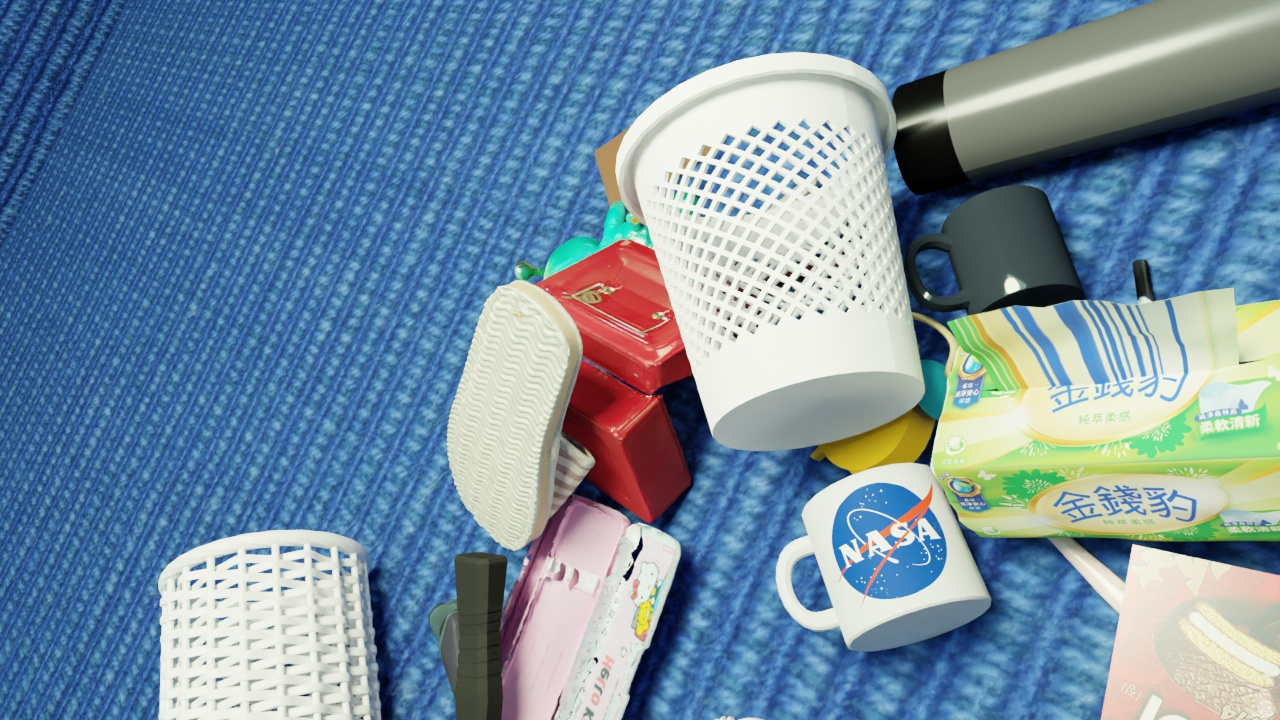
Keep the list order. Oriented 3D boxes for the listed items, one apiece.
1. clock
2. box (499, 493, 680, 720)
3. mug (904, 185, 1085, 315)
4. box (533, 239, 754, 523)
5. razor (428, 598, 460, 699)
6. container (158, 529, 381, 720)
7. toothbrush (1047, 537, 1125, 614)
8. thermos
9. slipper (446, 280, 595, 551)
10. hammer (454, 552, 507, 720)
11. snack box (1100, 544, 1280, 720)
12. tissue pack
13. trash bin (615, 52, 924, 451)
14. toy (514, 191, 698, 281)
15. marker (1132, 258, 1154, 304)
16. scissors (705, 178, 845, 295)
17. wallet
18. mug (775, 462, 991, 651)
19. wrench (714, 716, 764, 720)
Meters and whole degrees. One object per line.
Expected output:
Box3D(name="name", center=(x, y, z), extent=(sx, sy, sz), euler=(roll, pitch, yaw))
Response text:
Box3D(name="clock", center=(0.171, 0.027, 0.644), extent=(0.130, 0.043, 0.099), euler=(-62, 33, 10))
Box3D(name="box", center=(-0.046, 0.218, 0.732), extent=(0.154, 0.066, 0.201), euler=(17, 83, 36))
Box3D(name="mug", center=(0.230, -0.062, 0.613), extent=(0.105, 0.071, 0.077), euler=(-7, 63, 0))
Box3D(name="box", center=(-0.015, 0.020, 0.752), extent=(0.157, 0.156, 0.170), euler=(31, 134, 38))
Box3D(name="razor", center=(-0.145, 0.275, 0.792), extent=(0.052, 0.047, 0.142), euler=(-57, 47, 37))
Box3D(name="container", center=(-0.337, 0.279, 0.839), extent=(0.190, 0.189, 0.186), euler=(-31, 57, 24))
Box3D(name="toothbrush", center=(0.252, 0.101, 0.576), extent=(0.016, 0.018, 0.181), euler=(-45, 52, 9))
Box3D(name="thermos", center=(0.297, -0.182, 0.617), extent=(0.241, 0.082, 0.082), euler=(-11, 65, 34))
Box3D(name="slipper", center=(-0.085, 0.047, 0.688), extent=(0.115, 0.052, 0.264), euler=(38, 138, 20))
Box3D(name="hammer", center=(-0.125, 0.316, 0.706), extent=(0.131, 0.039, 0.328), euler=(-2, 86, 40))
Box3D(name="snack box", center=(0.325, 0.179, 0.466), extent=(0.152, 0.035, 0.132), euler=(9, 77, 35))
Box3D(name="tissue pack", center=(0.254, 0.018, 0.495), extent=(0.198, 0.141, 0.120), euler=(-14, 41, 36))
Box3D(name="trash bin", center=(0.094, -0.057, 0.607), extent=(0.196, 0.195, 0.199), euler=(-23, 64, 28))
Box3D(name="toy", center=(-0.029, -0.095, 0.843), extent=(0.194, 0.072, 0.130), euler=(-26, 57, 16))
Box3D(name="marker", center=(0.319, 0.006, 0.567), extent=(0.011, 0.011, 0.152), euler=(-11, 65, 34))
Box3D(name="scissors", center=(0.087, -0.078, 0.767), extent=(0.185, 0.015, 0.179), euler=(23, 87, 34))
Box3D(name="wallet", center=(0.011, -0.204, 0.890), extent=(0.121, 0.013, 0.087), euler=(-30, 58, 24))
Box3D(name="mug", center=(0.147, 0.132, 0.588), extent=(0.121, 0.091, 0.090), euler=(-21, 58, 10))
Box3D(name="wrench", center=(-0.008, 0.316, 0.685), extent=(0.274, 0.018, 0.066), euler=(-24, 59, 29))
